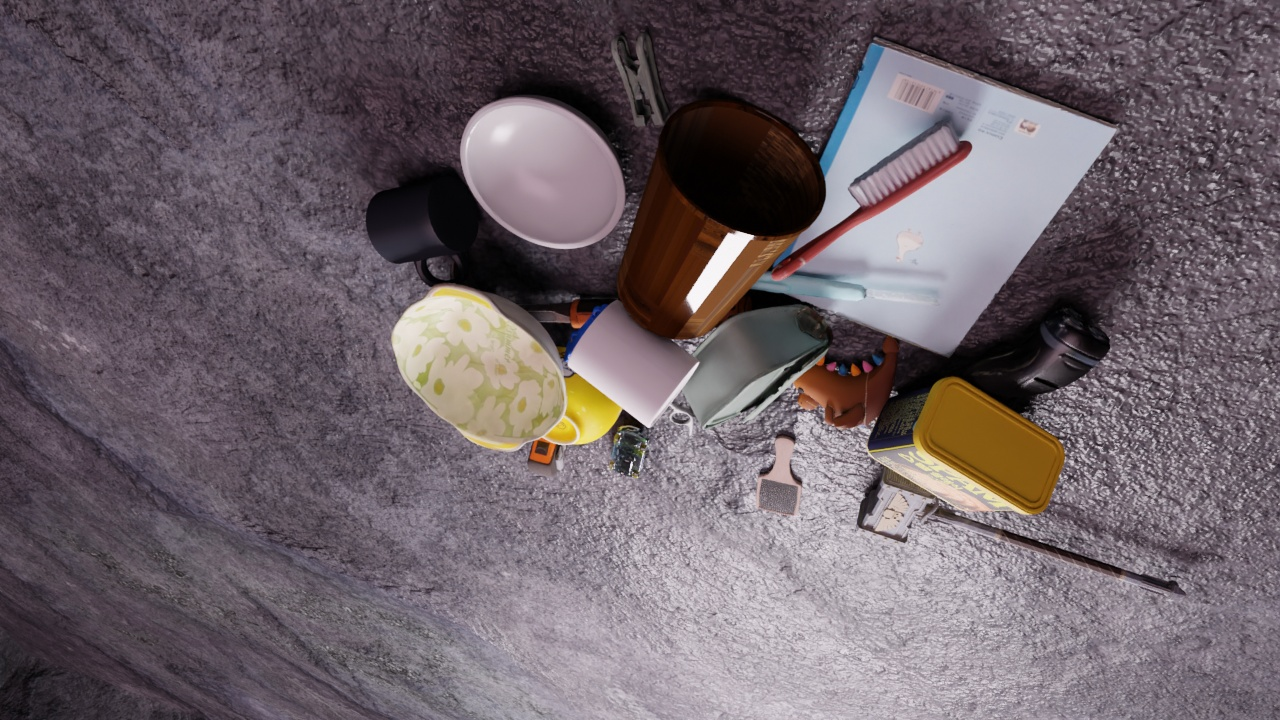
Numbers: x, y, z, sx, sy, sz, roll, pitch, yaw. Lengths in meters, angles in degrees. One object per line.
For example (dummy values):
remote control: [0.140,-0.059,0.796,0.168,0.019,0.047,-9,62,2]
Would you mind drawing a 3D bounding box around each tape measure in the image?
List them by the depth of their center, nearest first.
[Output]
tape measure: [-0.106,0.107,1.082,0.038,0.058,0.058,14,141,11]

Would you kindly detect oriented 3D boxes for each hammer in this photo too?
hammer: [-0.047,-0.057,0.901,0.315,0.034,0.138,1,134,23]
hammer: [0.393,0.187,0.940,0.322,0.044,0.099,18,139,7]

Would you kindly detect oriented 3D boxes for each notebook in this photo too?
notebook: [0.220,-0.115,0.732,0.181,0.009,0.254,22,139,3]

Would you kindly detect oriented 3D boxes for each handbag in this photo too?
handbag: [0.104,0.007,0.843,0.067,0.106,0.122,62,143,17]

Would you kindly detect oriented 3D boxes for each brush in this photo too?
brush: [0.163,-0.118,0.683,0.173,0.040,0.030,-35,103,21]
brush: [0.155,0.132,1.017,0.050,0.015,0.136,11,137,13]

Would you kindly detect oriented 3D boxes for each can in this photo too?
can: [0.290,0.081,0.834,0.135,0.075,0.104,30,165,-7]

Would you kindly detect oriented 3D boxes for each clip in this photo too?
clip: [0.000,-0.220,0.717,0.042,0.023,0.076,1,136,22]

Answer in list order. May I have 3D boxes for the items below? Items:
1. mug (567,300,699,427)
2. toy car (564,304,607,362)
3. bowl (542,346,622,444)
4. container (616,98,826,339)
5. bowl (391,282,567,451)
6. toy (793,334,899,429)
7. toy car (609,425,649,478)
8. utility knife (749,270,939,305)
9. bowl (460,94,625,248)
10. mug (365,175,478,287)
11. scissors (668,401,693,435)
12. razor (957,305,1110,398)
mug: [-0.005,0.005,0.825,0.090,0.073,0.110,37,177,6]
toy car: [-0.026,-0.021,0.885,0.062,0.033,0.092,26,135,-22]
bowl: [-0.082,0.049,1.002,0.117,0.067,0.117,13,138,12]
container: [0.052,-0.103,0.744,0.132,0.131,0.168,27,145,-3]
bowl: [-0.153,-0.004,0.926,0.188,0.060,0.220,11,135,15]
toy: [0.193,0.012,0.862,0.090,0.070,0.103,26,118,17]
toy car: [-0.012,0.103,1.055,0.039,0.027,0.090,21,140,7]
utility knife: [0.172,-0.059,0.793,0.166,0.015,0.022,10,139,19]
bowl: [-0.078,-0.168,0.790,0.149,0.043,0.150,13,138,12]
mug: [-0.200,-0.117,0.873,0.078,0.071,0.105,-6,116,29]
scissors: [0.018,0.032,0.958,0.141,0.014,0.158,3,142,1]
razor: [0.325,-0.002,0.778,0.053,0.063,0.141,20,155,-20]
